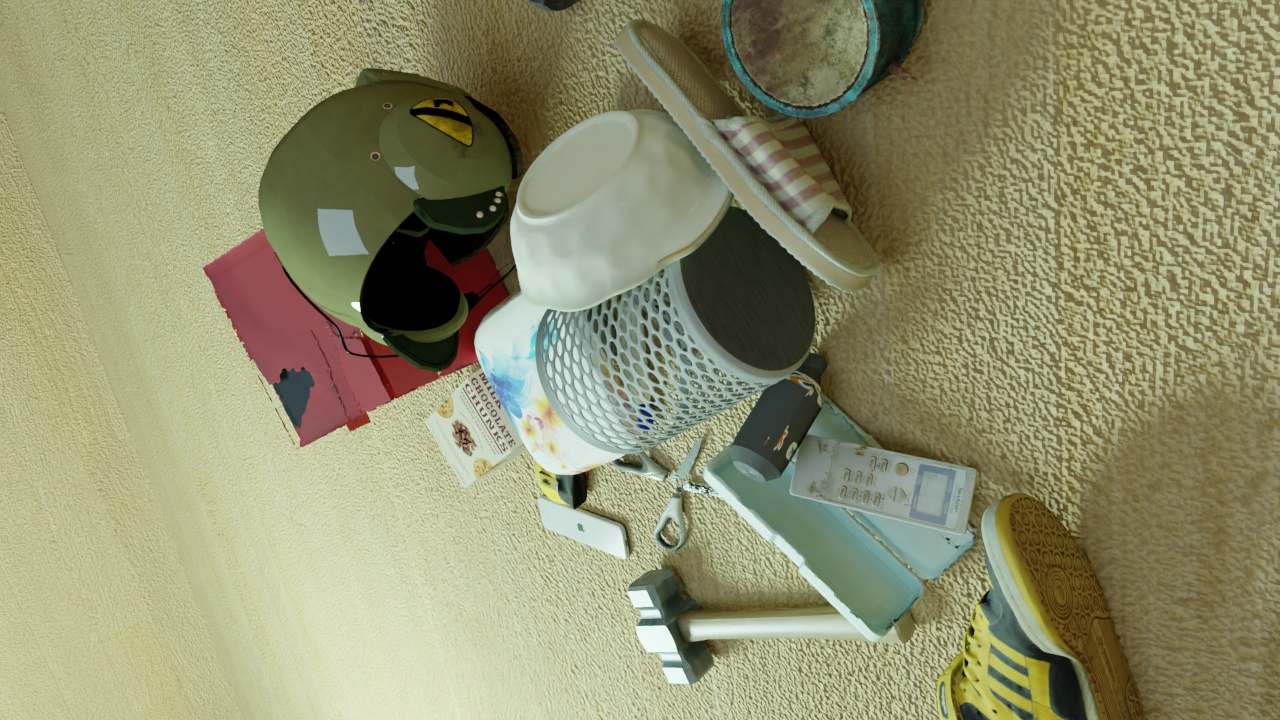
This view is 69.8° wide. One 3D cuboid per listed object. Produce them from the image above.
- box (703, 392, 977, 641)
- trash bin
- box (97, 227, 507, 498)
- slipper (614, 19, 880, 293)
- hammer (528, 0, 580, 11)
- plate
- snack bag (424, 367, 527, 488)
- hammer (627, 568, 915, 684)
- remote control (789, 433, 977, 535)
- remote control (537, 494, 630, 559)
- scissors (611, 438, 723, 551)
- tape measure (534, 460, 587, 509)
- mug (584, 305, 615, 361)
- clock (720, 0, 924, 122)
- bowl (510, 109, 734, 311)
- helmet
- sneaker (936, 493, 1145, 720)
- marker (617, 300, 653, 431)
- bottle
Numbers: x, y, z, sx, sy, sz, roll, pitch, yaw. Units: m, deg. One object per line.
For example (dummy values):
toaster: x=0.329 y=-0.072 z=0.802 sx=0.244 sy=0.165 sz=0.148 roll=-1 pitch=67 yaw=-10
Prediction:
box: x=0.157 y=0.116 z=0.748 sx=0.197 sy=0.077 sz=0.122 roll=43 pitch=117 yaw=19
trash bin: x=0.029 y=-0.024 z=0.743 sx=0.184 sy=0.156 sz=0.156 roll=-29 pitch=89 yaw=47
box: x=-0.313 y=-0.043 z=0.925 sx=0.211 sy=0.377 sz=0.124 roll=63 pitch=156 yaw=-2
slipper: x=0.080 y=-0.158 z=0.651 sx=0.263 sy=0.114 sz=0.052 roll=51 pitch=121 yaw=15
hammer: x=-0.140 y=-0.448 z=0.773 sx=0.322 sy=0.042 sz=0.156 roll=49 pitch=138 yaw=18
plate: x=-0.090 y=0.024 z=0.888 sx=0.187 sy=0.016 sz=0.187 roll=-28 pitch=92 yaw=51
snack bag: x=-0.159 y=0.061 z=1.049 sx=0.094 sy=0.069 sz=0.207 roll=58 pitch=140 yaw=5
hammer: x=0.118 y=0.255 z=0.888 sx=0.324 sy=0.051 sz=0.117 roll=-20 pitch=96 yaw=47
remote control: x=0.185 y=0.094 z=0.708 sx=0.136 sy=0.011 sz=0.050 roll=10 pitch=86 yaw=27
remote control: x=-0.068 y=0.194 z=1.075 sx=0.147 sy=0.008 sz=0.045 roll=11 pitch=118 yaw=43
scissors: x=0.029 y=0.132 z=0.934 sx=0.170 sy=0.012 sz=0.158 roll=21 pitch=127 yaw=39
tape measure: x=-0.093 y=0.131 z=1.043 sx=0.064 sy=0.037 sz=0.066 roll=23 pitch=127 yaw=36
mug: x=-0.074 y=-0.027 z=0.911 sx=0.084 sy=0.070 sz=0.113 roll=40 pitch=137 yaw=23
clock: x=0.111 y=-0.241 z=0.592 sx=0.121 sy=0.073 sz=0.158 roll=-6 pitch=118 yaw=48
bowl: x=-0.033 y=-0.128 z=0.691 sx=0.220 sy=0.188 sz=0.060 roll=12 pitch=154 yaw=46
helmet: x=-0.200 y=-0.141 z=0.821 sx=0.233 sy=0.254 sz=0.251 roll=44 pitch=135 yaw=16
sneaker: x=0.268 y=0.206 z=0.666 sx=0.122 sy=0.085 sz=0.238 roll=-17 pitch=102 yaw=45
marker: x=-0.005 y=0.005 z=0.893 sx=0.027 sy=0.023 sz=0.133 roll=37 pitch=138 yaw=57
bottle: x=0.114 y=0.043 z=0.727 sx=0.047 sy=0.112 sz=0.047 roll=31 pitch=164 yaw=10
